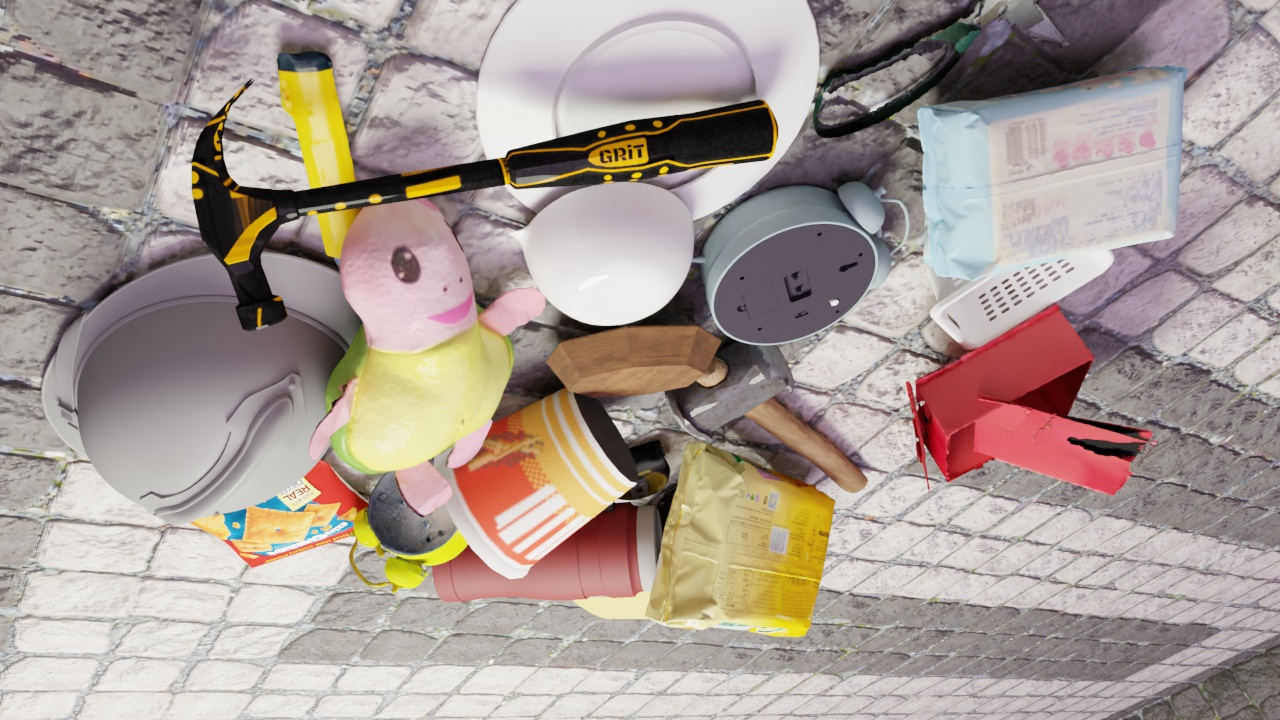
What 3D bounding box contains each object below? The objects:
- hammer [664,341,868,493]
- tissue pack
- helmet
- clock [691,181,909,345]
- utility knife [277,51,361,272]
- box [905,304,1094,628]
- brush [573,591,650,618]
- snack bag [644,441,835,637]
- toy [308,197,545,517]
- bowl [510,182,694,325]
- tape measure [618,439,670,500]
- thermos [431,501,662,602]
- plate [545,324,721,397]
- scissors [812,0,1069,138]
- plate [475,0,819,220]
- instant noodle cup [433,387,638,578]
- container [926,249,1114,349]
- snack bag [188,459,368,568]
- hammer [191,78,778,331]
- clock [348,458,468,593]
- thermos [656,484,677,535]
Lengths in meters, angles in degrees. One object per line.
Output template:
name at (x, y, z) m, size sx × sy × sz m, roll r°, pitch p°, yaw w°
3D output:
hammer at (0.142, 0.067, 0.842) m, size 0.098 × 0.052 × 0.328 m, roll -32°, pitch 143°, yaw 20°
tissue pack at (0.270, -0.123, 0.599) m, size 0.181 × 0.070 × 0.112 m, roll -13°, pitch 108°, yaw -11°
helmet at (-0.285, 0.050, 0.604) m, size 0.272 × 0.117 × 0.183 m, roll -33°, pitch 139°, yaw 23°
clock at (0.116, -0.071, 0.658) m, size 0.159 × 0.045 × 0.122 m, roll -22°, pitch 142°, yaw 6°
utility knife at (-0.183, -0.087, 0.552) m, size 0.030 × 0.019 × 0.225 m, roll -3°, pitch 139°, yaw -9°
box at (0.219, 0.176, 0.793) m, size 0.478 × 0.171 × 0.214 m, roll -63°, pitch 156°, yaw -9°
brush at (-0.009, 0.227, 0.922) m, size 0.174 × 0.041 × 0.082 m, roll -15°, pitch 133°, yaw 42°
snack bag at (0.105, 0.173, 0.847) m, size 0.068 × 0.159 × 0.247 m, roll 4°, pitch 168°, yaw 37°
toy at (-0.143, 0.005, 0.598) m, size 0.189 × 0.088 × 0.239 m, roll -35°, pitch 143°, yaw -31°
bowl at (-0.017, -0.060, 0.602) m, size 0.114 × 0.050 × 0.115 m, roll -8°, pitch 151°, yaw -5°
tape measure at (-0.003, 0.104, 0.840) m, size 0.062 × 0.034 × 0.061 m, roll -17°, pitch 144°, yaw 2°
thermos at (-0.082, 0.163, 0.830) m, size 0.199 × 0.084 × 0.108 m, roll -5°, pitch 103°, yaw 6°
plate at (-0.003, 0.004, 0.681) m, size 0.131 × 0.025 × 0.131 m, roll -6°, pitch 167°, yaw -2°
scissors at (0.170, -0.204, 0.537) m, size 0.201 × 0.015 × 0.205 m, roll 21°, pitch 128°, yaw -35°
plate at (0.008, -0.150, 0.545) m, size 0.208 × 0.015 × 0.209 m, roll -10°, pitch 142°, yaw -8°
instant noodle cup at (-0.078, 0.089, 0.735) m, size 0.121 × 0.123 × 0.123 m, roll -33°, pitch 140°, yaw 8°
container at (0.286, -0.072, 0.712) m, size 0.129 × 0.049 × 0.080 m, roll -36°, pitch 138°, yaw 24°
snack bag at (-0.295, 0.126, 0.758) m, size 0.131 × 0.039 × 0.144 m, roll -18°, pitch 149°, yaw -1°
hammer at (-0.074, -0.107, 0.503) m, size 0.320 × 0.036 × 0.123 m, roll -13°, pitch 106°, yaw -14°
clock at (-0.189, 0.136, 0.761) m, size 0.119 × 0.083 × 0.057 m, roll -40°, pitch 157°, yaw -14°
thermos at (0.086, 0.208, 0.960) m, size 0.098 × 0.098 × 0.221 m, roll -25°, pitch 138°, yaw 11°
